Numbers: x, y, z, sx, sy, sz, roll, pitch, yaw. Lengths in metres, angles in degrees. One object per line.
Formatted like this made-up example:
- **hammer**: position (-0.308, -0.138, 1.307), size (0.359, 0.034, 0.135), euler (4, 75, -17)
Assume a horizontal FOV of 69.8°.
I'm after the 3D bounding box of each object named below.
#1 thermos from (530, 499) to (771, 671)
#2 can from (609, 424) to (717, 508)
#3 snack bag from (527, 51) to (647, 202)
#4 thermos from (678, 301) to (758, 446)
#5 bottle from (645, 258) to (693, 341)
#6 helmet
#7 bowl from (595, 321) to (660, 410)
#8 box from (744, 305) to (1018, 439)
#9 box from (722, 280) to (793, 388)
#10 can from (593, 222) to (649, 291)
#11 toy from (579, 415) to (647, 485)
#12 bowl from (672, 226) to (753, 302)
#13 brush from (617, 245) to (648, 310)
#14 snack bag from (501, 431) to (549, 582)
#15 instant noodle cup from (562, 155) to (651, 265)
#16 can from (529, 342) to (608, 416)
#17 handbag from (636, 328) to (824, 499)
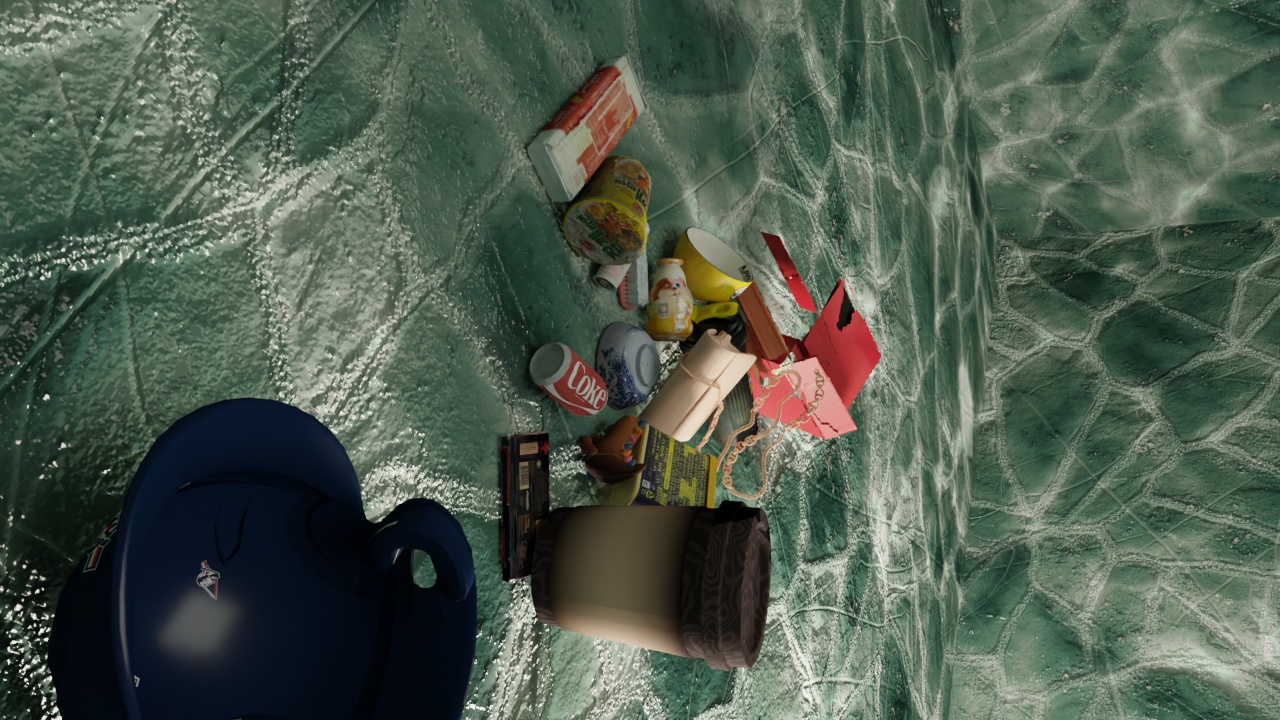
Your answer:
- **thermos**: position (0.013, 0.229, 0.978), size (0.172, 0.226, 0.172), euler (2, 89, -71)
- **can**: position (0.027, 0.156, 1.109), size (0.104, 0.075, 0.135), euler (29, 37, -14)
- **snack bag**: position (-0.058, -0.278, 1.084), size (0.224, 0.041, 0.077), euler (-61, 139, -42)
- **thermos**: position (0.113, 0.019, 1.309), size (0.097, 0.098, 0.221), euler (-57, 141, -43)
- **bottle**: position (0.039, -0.080, 1.212), size (0.063, 0.063, 0.109), euler (5, 86, -59)
- **helmet**: position (-0.247, 0.157, 0.573), size (0.231, 0.223, 0.273), euler (-62, 150, -61)
- **bowl**: position (-0.007, 0.007, 1.151), size (0.114, 0.045, 0.114), euler (4, 86, -59)
- **box**: position (0.328, 0.022, 1.361), size (0.211, 0.411, 0.107), euler (52, 44, -44)
- **box**: position (0.165, -0.048, 1.331), size (0.054, 0.079, 0.187), euler (3, 51, -34)
- **can**: position (-0.022, -0.131, 1.121), size (0.095, 0.032, 0.032), euler (-61, 140, -17)
- **toy**: position (-0.017, 0.103, 1.078), size (0.070, 0.103, 0.090), euler (53, 57, -28)
- **bowl**: position (0.091, -0.124, 1.279), size (0.117, 0.068, 0.117), euler (30, 27, -17)
- **brush**: position (-0.011, -0.151, 1.166), size (0.040, 0.030, 0.172), euler (-8, 95, -59)
- **snack bag**: position (-0.121, 0.154, 0.981), size (0.074, 0.018, 0.155), euler (2, 88, -60)
- **instant noodle cup**: position (-0.031, -0.182, 1.080), size (0.102, 0.102, 0.108), euler (59, 34, -39)
- **can**: position (-0.078, 0.023, 1.024), size (0.096, 0.054, 0.054), euler (45, 51, -49)
- **handbag**: position (0.115, 0.061, 1.161), size (0.199, 0.187, 0.116), euler (-52, 163, 15)
